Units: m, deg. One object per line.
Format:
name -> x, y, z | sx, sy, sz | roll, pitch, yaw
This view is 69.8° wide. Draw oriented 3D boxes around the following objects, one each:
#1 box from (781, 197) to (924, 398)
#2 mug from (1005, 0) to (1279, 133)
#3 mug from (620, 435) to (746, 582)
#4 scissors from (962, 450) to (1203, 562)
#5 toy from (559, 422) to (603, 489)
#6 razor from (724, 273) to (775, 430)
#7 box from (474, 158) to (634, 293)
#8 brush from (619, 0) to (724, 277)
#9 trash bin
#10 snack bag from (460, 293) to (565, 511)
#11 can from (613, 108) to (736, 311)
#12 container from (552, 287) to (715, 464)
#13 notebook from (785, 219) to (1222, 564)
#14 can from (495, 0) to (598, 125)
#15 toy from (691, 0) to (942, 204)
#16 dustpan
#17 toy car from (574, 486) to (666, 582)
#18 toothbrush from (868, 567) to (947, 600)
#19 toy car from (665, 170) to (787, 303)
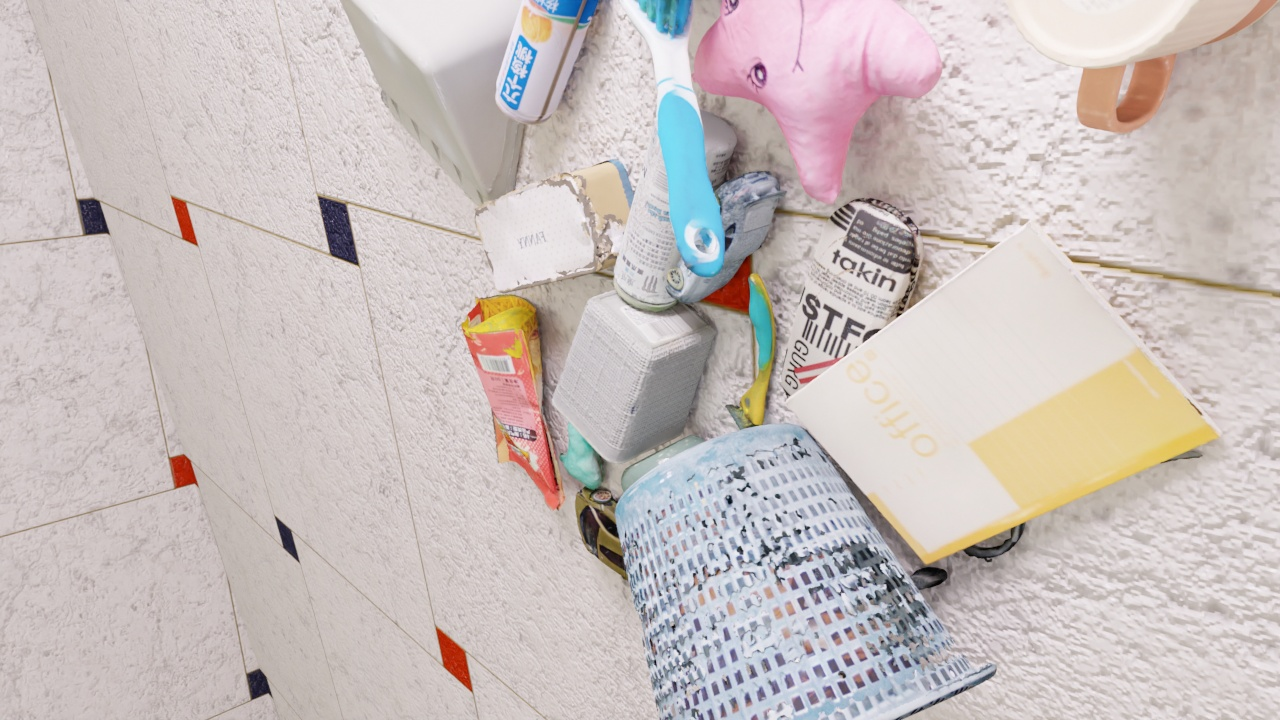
box -> 0.130, -0.024, 0.589 | 0.070, 0.055, 0.165 | 20, 126, 17
mug -> 0.208, -0.152, 0.379 | 0.082, 0.105, 0.115 | 29, 129, 39
mug -> 0.050, 0.116, 0.749 | 0.112, 0.082, 0.106 | -29, 85, 23
scissors -> 0.230, 0.060, 0.546 | 0.178, 0.014, 0.159 | 23, 125, 41
toy -> -0.051, 0.086, 0.887 | 0.096, 0.030, 0.092 | 34, 135, 41
razor -> 0.084, -0.005, 0.674 | 0.043, 0.028, 0.133 | -112, 18, -56
box -> -0.076, -0.110, 0.790 | 0.185, 0.060, 0.090 | -1, 108, 53
brush -> 0.019, -0.192, 0.526 | 0.110, 0.060, 0.313 | 99, 166, -48
trash bin -> 0.084, 0.157, 0.611 | 0.227, 0.226, 0.195 | -52, 53, 50
snack bag -> -0.127, 0.043, 0.933 | 0.129, 0.073, 0.208 | 29, 136, 48
can -> 0.022, -0.108, 0.669 | 0.058, 0.058, 0.147 | 44, 138, 26
container -> -0.004, 0.004, 0.741 | 0.090, 0.090, 0.115 | 43, 134, 27
notebook -> 0.195, 0.031, 0.538 | 0.146, 0.010, 0.207 | 50, 137, 3
can -> -0.073, -0.249, 0.711 | 0.053, 0.053, 0.135 | 53, 141, 17
toy -> 0.089, -0.186, 0.530 | 0.179, 0.074, 0.194 | -13, 94, 57
dustpan -> -0.163, -0.294, 0.834 | 0.222, 0.142, 0.258 | 47, 168, 24
toy car -> -0.017, 0.177, 0.890 | 0.158, 0.042, 0.070 | 26, 128, 44
toothbrush -> 0.160, 0.179, 0.695 | 0.190, 0.016, 0.014 | -37, 73, 54
toy car -> 0.059, -0.082, 0.642 | 0.037, 0.054, 0.121 | 53, 142, 19
